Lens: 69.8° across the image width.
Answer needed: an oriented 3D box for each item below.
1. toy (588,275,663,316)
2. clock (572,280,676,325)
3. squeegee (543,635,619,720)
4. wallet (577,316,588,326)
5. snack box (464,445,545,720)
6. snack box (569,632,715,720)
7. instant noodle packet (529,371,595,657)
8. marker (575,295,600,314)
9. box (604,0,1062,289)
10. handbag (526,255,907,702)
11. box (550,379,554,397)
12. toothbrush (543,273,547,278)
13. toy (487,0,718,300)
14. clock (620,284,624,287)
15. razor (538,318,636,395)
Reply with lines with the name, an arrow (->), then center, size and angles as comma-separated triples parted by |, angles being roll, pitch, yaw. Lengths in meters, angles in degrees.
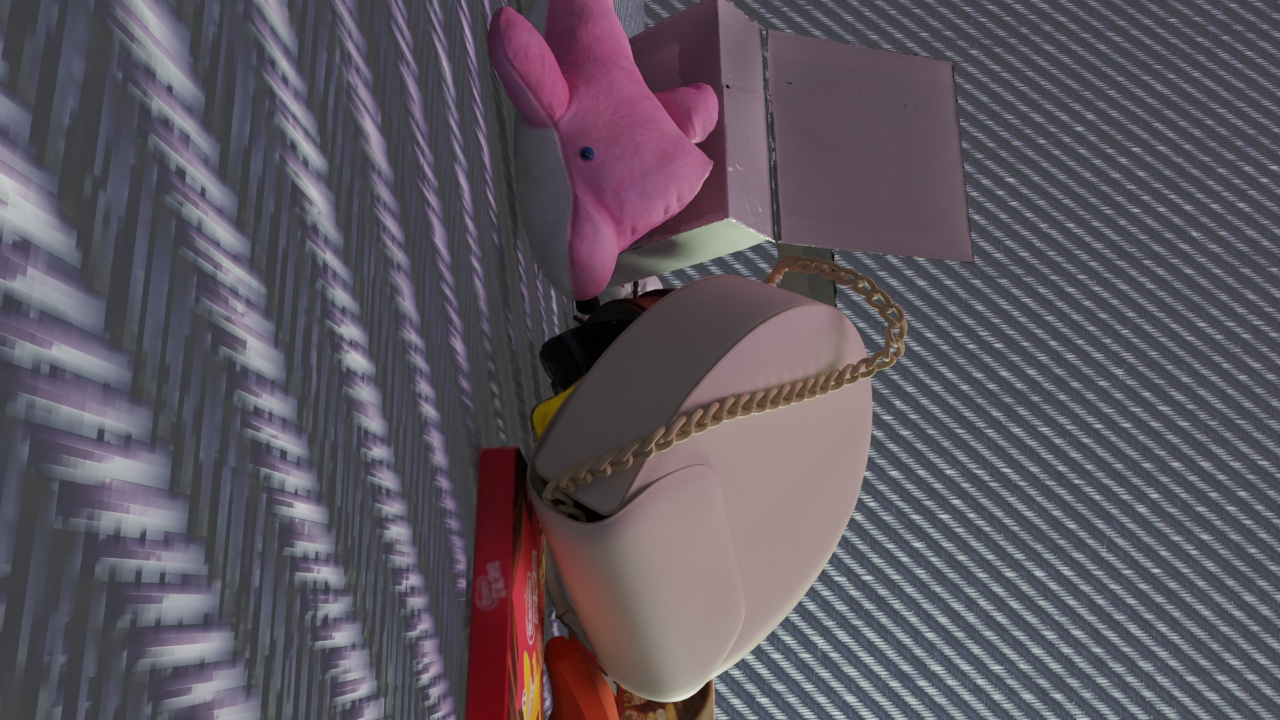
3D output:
toy -> -0.002, -0.045, 0.919 | 0.106, 0.131, 0.205 | -50, -134, 44
clock -> 0.010, 0.011, 0.785 | 0.072, 0.121, 0.157 | -7, 70, -47
squeegee -> -0.037, 0.228, 0.533 | 0.249, 0.055, 0.185 | -88, 175, -56
wallet -> -0.041, 0.026, 0.857 | 0.086, 0.032, 0.116 | 78, 10, -67
snack box -> -0.063, 0.118, 0.444 | 0.089, 0.021, 0.132 | 80, 8, -65
snack box -> 0.003, 0.269, 0.732 | 0.060, 0.113, 0.236 | 53, 35, -83
instant noodle packet -> 0.009, 0.073, 0.595 | 0.084, 0.162, 0.222 | 32, -37, 40
marker -> -0.052, -0.079, 0.787 | 0.126, 0.025, 0.025 | 83, 6, -59
box -> 0.112, -0.151, 0.659 | 0.150, 0.369, 0.166 | 86, 4, -76
handbag -> 0.049, 0.067, 0.498 | 0.208, 0.103, 0.211 | -39, 134, -28
box -> -0.034, 0.039, 0.721 | 0.124, 0.137, 0.109 | -3, 91, -46
toothbrush -> -0.064, -0.124, 0.643 | 0.022, 0.017, 0.135 | -3, -91, 53
toy -> -0.017, -0.160, 0.566 | 0.187, 0.128, 0.265 | 72, 10, -66
clock -> -0.032, -0.136, 0.801 | 0.104, 0.056, 0.148 | -87, 167, -82
razor -> -0.004, 0.004, 0.623 | 0.053, 0.140, 0.064 | 57, -47, 29
